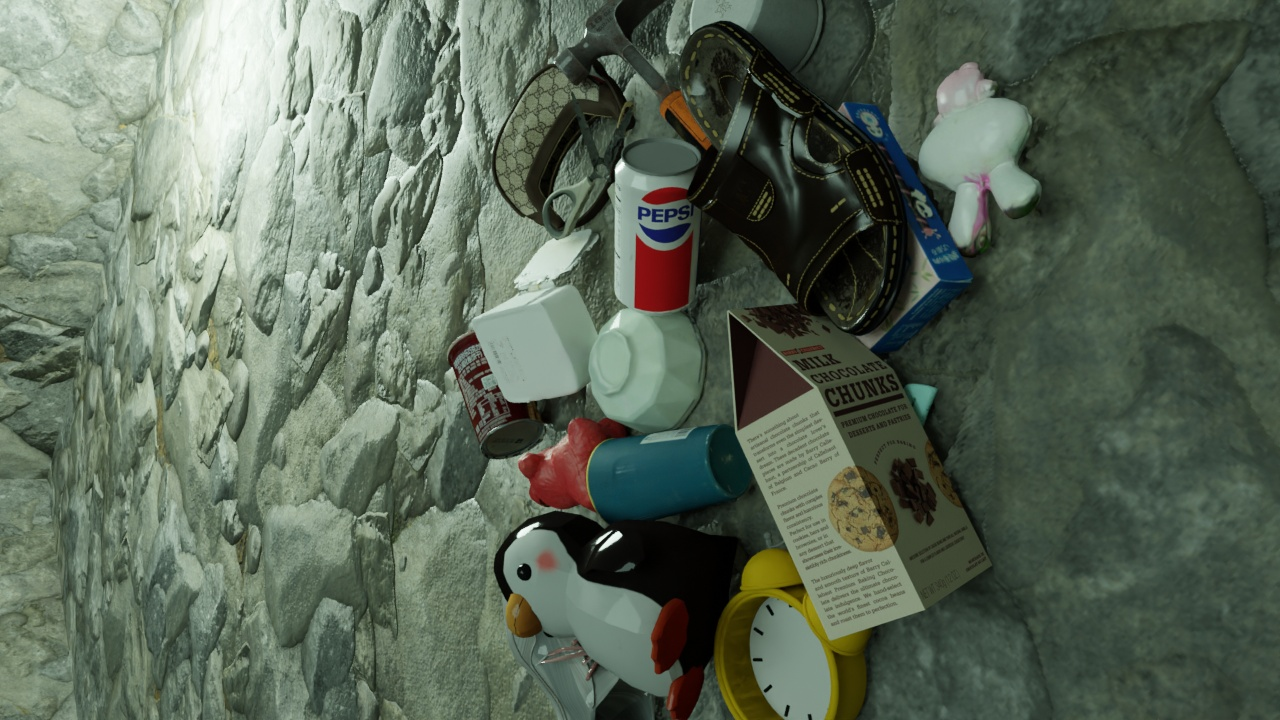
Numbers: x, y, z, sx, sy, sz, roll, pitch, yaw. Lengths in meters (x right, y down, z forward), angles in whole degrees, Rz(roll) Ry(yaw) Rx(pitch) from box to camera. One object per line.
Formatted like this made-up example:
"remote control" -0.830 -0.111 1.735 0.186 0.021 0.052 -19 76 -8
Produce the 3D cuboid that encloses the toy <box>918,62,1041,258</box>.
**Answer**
"toy" 0.215 -0.132 0.585 0.079 0.038 0.122 -30 63 56

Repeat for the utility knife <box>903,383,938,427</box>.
"utility knife" 0.170 0.081 0.626 0.022 0.015 0.141 27 108 39

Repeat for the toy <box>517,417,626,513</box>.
"toy" -0.061 0.117 0.834 0.133 0.088 0.094 -40 68 39

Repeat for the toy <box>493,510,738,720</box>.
"toy" -0.026 0.172 0.724 0.184 0.139 0.159 11 135 28

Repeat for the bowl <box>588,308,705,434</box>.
"bowl" -0.005 0.005 0.795 0.118 0.061 0.117 -10 77 47

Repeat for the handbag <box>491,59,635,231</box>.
"handbag" -0.070 -0.210 0.907 0.138 0.063 0.167 46 115 22

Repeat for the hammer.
"hammer" 0.051 -0.210 0.768 0.138 0.035 0.314 -42 60 11

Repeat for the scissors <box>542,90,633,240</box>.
"scissors" -0.033 -0.152 0.821 0.157 0.012 0.171 49 135 -1

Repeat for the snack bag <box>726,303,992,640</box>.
"snack bag" 0.126 0.056 0.585 0.070 0.094 0.206 -35 72 40

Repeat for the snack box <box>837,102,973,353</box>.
"snack box" 0.158 -0.090 0.631 0.088 0.033 0.154 -56 46 50

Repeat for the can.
"can" 0.014 -0.106 0.744 0.070 0.070 0.132 46 147 41

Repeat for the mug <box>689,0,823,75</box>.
"mug" 0.098 -0.275 0.710 0.113 0.070 0.084 -45 54 37

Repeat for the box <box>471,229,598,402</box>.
"box" -0.085 -0.055 0.892 0.107 0.131 0.152 -11 107 39

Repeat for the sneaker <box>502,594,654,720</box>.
"sneaker" -0.039 0.263 0.776 0.090 0.099 0.236 -46 61 36

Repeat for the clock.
"clock" 0.109 0.203 0.652 0.114 0.052 0.152 25 108 47

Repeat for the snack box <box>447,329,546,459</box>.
"snack box" -0.148 0.033 0.944 0.072 0.072 0.121 -48 53 33

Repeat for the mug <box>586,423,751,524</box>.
"mug" 0.025 0.090 0.744 0.122 0.078 0.078 -18 71 41

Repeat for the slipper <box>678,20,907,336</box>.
"slipper" 0.086 -0.131 0.625 0.267 0.075 0.113 61 144 26
